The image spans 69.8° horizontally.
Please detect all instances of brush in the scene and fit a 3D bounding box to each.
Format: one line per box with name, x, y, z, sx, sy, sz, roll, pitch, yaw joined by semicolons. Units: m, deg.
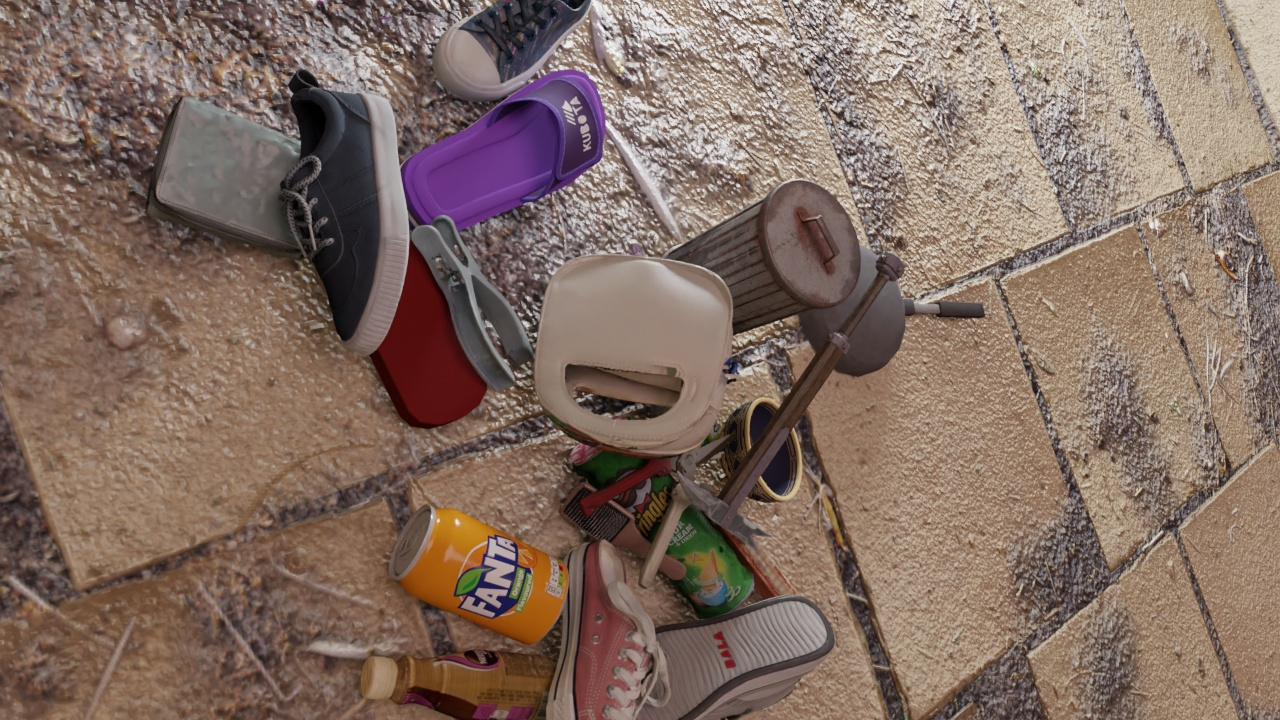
brush;-0.014;0.171;0.879;0.135;0.050;0.015;36;30;-4
brush;-0.207;-0.023;0.821;0.082;0.042;0.173;-28;94;-36

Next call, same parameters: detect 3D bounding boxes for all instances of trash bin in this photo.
trash bin;0.121;-0.097;0.962;0.130;0.212;0.130;10;72;-33

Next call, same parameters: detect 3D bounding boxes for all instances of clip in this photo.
clip;-0.154;-0.043;0.813;0.171;0.029;0.141;59;15;-22

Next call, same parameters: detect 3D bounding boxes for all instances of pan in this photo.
pan;0.349;-0.071;1.220;0.356;0.041;0.178;-1;78;-35

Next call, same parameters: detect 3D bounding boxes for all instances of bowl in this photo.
bowl;0.121;0.102;0.998;0.112;0.061;0.112;27;54;-45

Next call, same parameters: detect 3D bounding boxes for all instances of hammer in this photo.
hammer;0.158;0.025;0.883;0.147;0.028;0.316;39;84;-39

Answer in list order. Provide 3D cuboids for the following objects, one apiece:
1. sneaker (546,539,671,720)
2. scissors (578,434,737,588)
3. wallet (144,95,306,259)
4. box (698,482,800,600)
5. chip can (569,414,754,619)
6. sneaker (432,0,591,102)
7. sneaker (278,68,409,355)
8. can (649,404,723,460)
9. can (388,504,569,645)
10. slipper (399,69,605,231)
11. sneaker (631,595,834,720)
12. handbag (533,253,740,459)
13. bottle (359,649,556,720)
sneaker;-0.022;0.261;0.797;0.118;0.088;0.240;48;29;-41
scissors;0.021;0.123;0.866;0.193;0.015;0.179;7;75;-33
wallet;-0.332;-0.148;0.763;0.131;0.054;0.100;18;76;-33
box;0.117;0.209;0.972;0.043;0.083;0.187;-40;104;-16
chip can;0.024;0.160;0.914;0.223;0.076;0.075;52;55;-13
sneaker;-0.115;-0.348;0.948;0.087;0.079;0.234;49;56;-14
sneaker;-0.245;-0.121;0.740;0.087;0.089;0.235;4;70;-38
can;0.043;0.048;0.960;0.067;0.067;0.121;-6;81;-36
can;-0.137;0.184;0.792;0.142;0.079;0.079;32;62;-24
slipper;-0.111;-0.210;0.900;0.265;0.084;0.107;-38;111;-34
sneaker;0.058;0.318;0.890;0.262;0.129;0.096;-16;48;-16
handbag;-0.005;0.005;0.875;0.201;0.093;0.199;9;58;8
bottle;-0.151;0.273;0.771;0.166;0.060;0.059;17;69;-30
